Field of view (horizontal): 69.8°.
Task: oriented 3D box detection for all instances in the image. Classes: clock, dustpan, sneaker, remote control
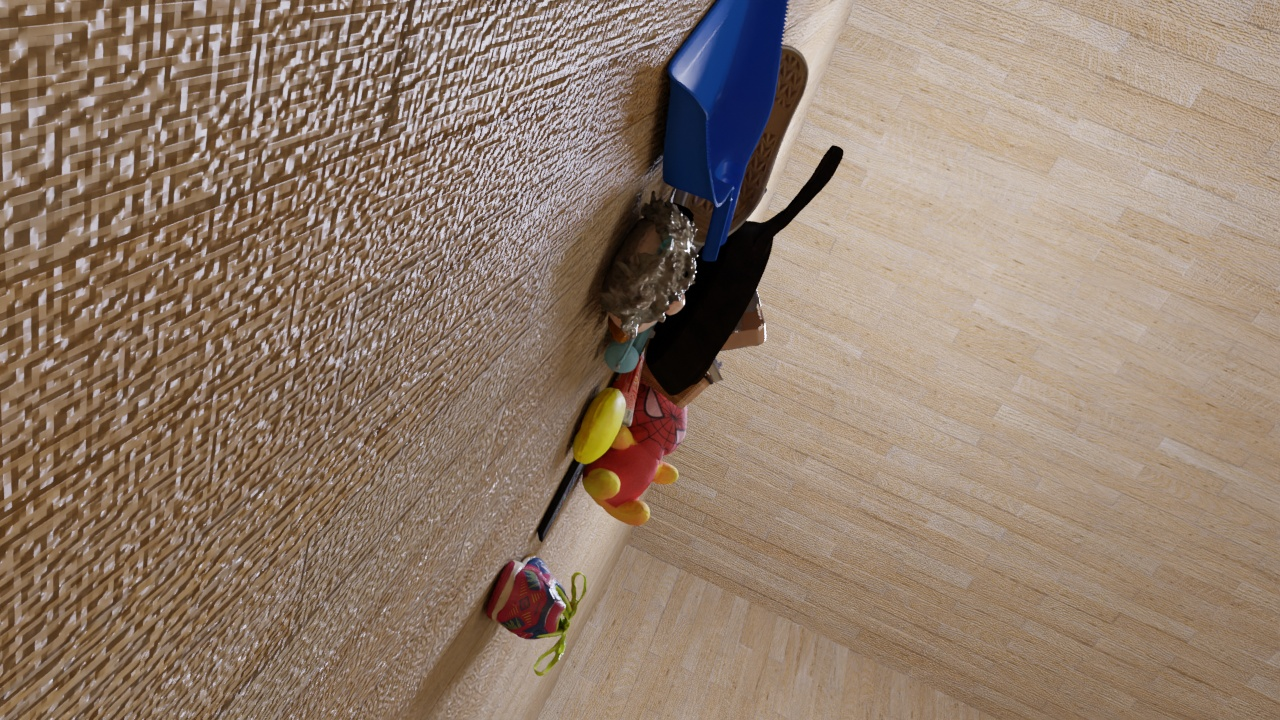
[{"bbox_3d":[-0.005,-0.028,0.955,0.123,0.042,0.087,-83,-161,-81],"label":"clock"},{"bbox_3d":[0.071,-0.199,0.842,0.258,0.059,0.244,102,13,-48],"label":"dustpan"},{"bbox_3d":[-0.115,0.286,1.045,0.242,0.091,0.116,92,21,-76],"label":"sneaker"},{"bbox_3d":[-0.095,0.162,1.117,0.039,0.010,0.124,104,12,-58],"label":"remote control"},{"bbox_3d":[0.101,-0.232,1.005,0.235,0.087,0.079,-62,-154,0],"label":"sneaker"}]

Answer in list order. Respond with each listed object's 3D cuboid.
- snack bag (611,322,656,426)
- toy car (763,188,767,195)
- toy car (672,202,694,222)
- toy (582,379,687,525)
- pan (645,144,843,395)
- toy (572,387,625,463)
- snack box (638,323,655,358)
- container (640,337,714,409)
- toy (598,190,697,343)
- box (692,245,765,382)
[{"bbox_3d":[-0.007,0.007,1.172,0.087,0.044,0.155,112,0,-77],"label":"snack bag"},{"bbox_3d":[0.101,-0.197,1.151,0.082,0.056,0.189,-49,173,25],"label":"toy car"},{"bbox_3d":[0.022,-0.114,0.924,0.092,0.042,0.036,-68,-161,10],"label":"toy car"},{"bbox_3d":[-0.004,0.116,1.295,0.147,0.099,0.215,57,50,-44],"label":"toy"},{"bbox_3d":[0.103,-0.108,1.030,0.357,0.043,0.248,-52,-166,40],"label":"pan"},{"bbox_3d":[-0.047,0.075,1.054,0.095,0.041,0.094,-66,169,7],"label":"toy"},{"bbox_3d":[0.013,-0.071,1.070,0.075,0.025,0.152,-47,160,-75],"label":"snack box"},{"bbox_3d":[0.037,0.015,1.243,0.061,0.114,0.063,-53,167,0],"label":"container"},{"bbox_3d":[0.006,-0.066,0.829,0.132,0.076,0.176,-63,-178,-21],"label":"toy"},{"bbox_3d":[0.115,-0.087,1.233,0.108,0.095,0.215,-27,-139,21],"label":"box"}]
